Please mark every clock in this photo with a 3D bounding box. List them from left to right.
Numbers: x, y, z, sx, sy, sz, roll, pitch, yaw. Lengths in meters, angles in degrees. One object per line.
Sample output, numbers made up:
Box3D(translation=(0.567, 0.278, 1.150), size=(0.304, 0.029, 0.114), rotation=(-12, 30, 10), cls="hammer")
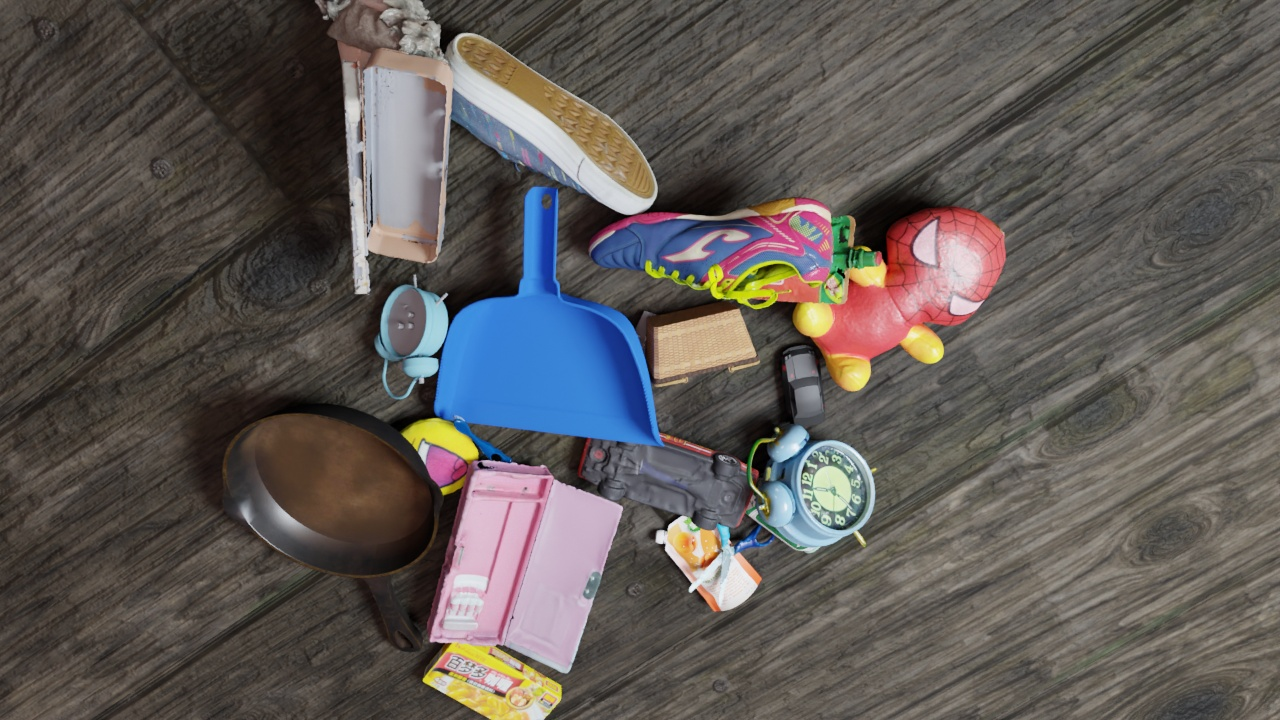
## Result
Box3D(translation=(-0.236, -0.020, 0.926), size=(0.042, 0.087, 0.123), rotation=(7, 107, -51), cls="clock")
Box3D(translation=(0.178, 0.134, 0.980), size=(0.162, 0.060, 0.118), rotation=(19, 67, -20), cls="clock")

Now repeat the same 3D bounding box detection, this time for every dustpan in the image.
Box3D(translation=(-0.093, -0.042, 0.917), size=(0.246, 0.059, 0.258), rotation=(6, 104, 12), cls="dustpan")

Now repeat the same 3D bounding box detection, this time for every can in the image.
Box3D(translation=(0.160, 0.170, 1.026), size=(0.101, 0.053, 0.053), rotation=(37, 103, -14), cls="can")

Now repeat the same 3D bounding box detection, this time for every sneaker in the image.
Box3D(translation=(-0.092, -0.211, 0.877), size=(0.235, 0.087, 0.079), rotation=(34, 132, -13), cls="sneaker")
Box3D(translation=(0.059, -0.094, 0.865), size=(0.242, 0.116, 0.091), rotation=(-4, 81, 26), cls="sneaker")

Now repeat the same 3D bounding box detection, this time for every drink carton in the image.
Box3D(translation=(0.076, 0.227, 1.056), size=(0.069, 0.039, 0.122), rotation=(-36, 101, 7), cls="drink carton")

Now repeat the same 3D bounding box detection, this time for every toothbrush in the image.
Box3D(translation=(-0.161, 0.100, 0.988), size=(0.021, 0.016, 0.132), rotation=(-37, 130, 1), cls="toothbrush")

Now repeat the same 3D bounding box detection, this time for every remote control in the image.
Box3D(translation=(-0.006, 0.006, 0.982), size=(0.039, 0.010, 0.125), rotation=(18, 107, -9), cls="remote control")

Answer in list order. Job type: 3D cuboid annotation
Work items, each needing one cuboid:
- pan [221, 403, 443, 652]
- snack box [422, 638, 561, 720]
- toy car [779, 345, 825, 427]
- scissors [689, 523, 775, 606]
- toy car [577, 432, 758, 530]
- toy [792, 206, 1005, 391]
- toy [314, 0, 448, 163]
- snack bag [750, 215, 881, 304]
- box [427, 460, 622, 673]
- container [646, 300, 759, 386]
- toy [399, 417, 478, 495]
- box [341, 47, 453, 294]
Box3D(translation=(-0.304, 0.187, 0.999), size=(0.249, 0.043, 0.356), rotation=(-6, 123, 13), cls="pan")
Box3D(translation=(-0.177, 0.387, 1.099), size=(0.152, 0.025, 0.075), rotation=(35, 104, -14), cls="snack box")
Box3D(translation=(0.176, 0.029, 0.986), size=(0.042, 0.036, 0.092), rotation=(-11, 110, 1), cls="toy car")
Box3D(translation=(0.109, 0.219, 1.040), size=(0.110, 0.015, 0.132), rotation=(11, 83, -18), cls="scissors")
Box3D(translation=(0.029, 0.122, 0.995), size=(0.189, 0.056, 0.082), rotation=(19, 109, 2), cls="toy car")
Box3D(translation=(0.263, -0.072, 0.924), size=(0.216, 0.098, 0.147), rotation=(-34, 118, 10), cls="toy")
Box3D(translation=(-0.230, -0.263, 0.841), size=(0.133, 0.076, 0.176), rotation=(32, 127, 24), cls="toy")
Box3D(translation=(0.159, -0.097, 0.895), size=(0.155, 0.044, 0.087), rotation=(4, 80, 34), cls="snack bag")
Box3D(translation=(-0.132, 0.227, 1.021), size=(0.179, 0.059, 0.233), rotation=(16, 110, -8), cls="box")
Box3D(translation=(0.058, -0.019, 0.945), size=(0.114, 0.063, 0.061), rotation=(-13, 106, -6), cls="container")
Box3D(translation=(-0.222, 0.104, 0.989), size=(0.094, 0.041, 0.096), rotation=(7, 117, -10), cls="toy")
Box3D(translation=(-0.219, -0.168, 0.830), size=(0.107, 0.094, 0.217), rotation=(-12, 144, -24), cls="box")
